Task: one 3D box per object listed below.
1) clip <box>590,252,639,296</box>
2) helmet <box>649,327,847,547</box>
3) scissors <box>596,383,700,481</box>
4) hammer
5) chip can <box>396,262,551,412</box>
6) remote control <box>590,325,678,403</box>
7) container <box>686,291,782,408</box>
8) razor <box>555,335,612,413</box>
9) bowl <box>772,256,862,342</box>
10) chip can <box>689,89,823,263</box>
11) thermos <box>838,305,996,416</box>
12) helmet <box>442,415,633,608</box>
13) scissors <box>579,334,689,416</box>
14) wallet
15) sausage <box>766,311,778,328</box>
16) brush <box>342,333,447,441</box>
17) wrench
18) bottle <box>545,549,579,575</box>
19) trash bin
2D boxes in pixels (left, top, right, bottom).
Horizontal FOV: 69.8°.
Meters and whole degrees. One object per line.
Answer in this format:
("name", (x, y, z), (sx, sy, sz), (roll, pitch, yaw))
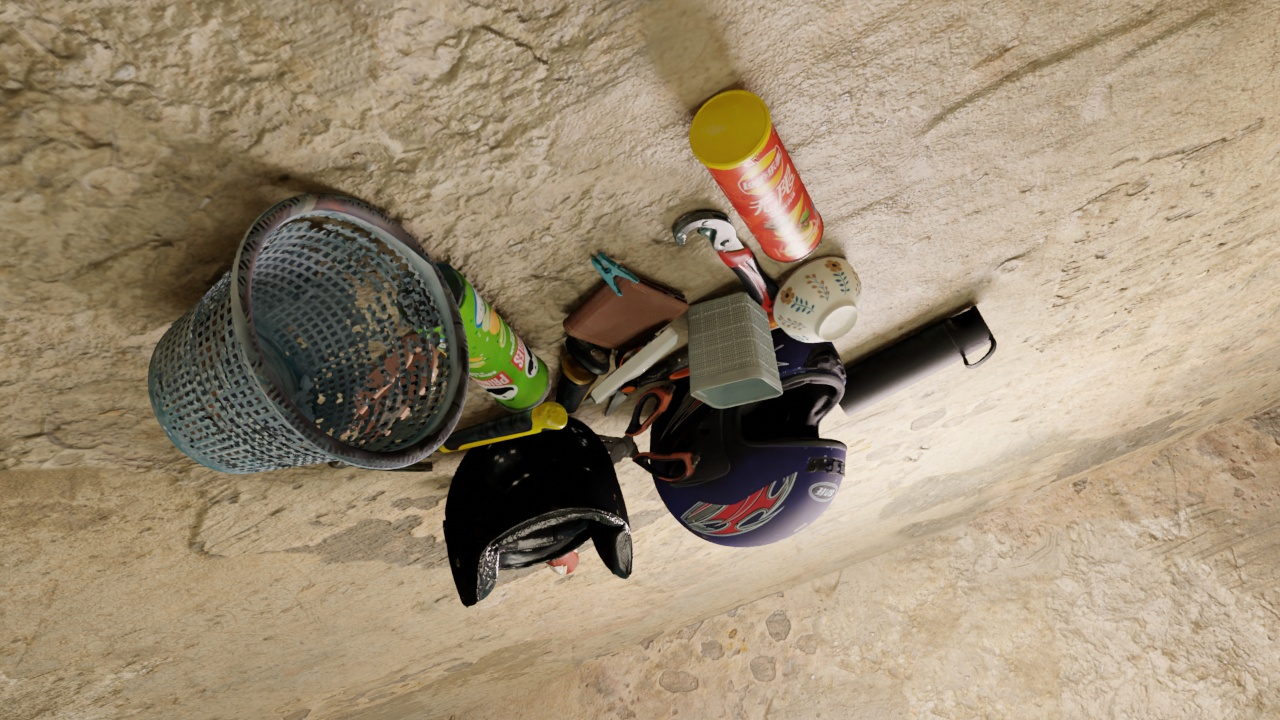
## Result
("clip", (-0.029, -0.090, 0.944), (0.038, 0.013, 0.055), (-38, 122, 21))
("helmet", (0.164, 0.124, 1.262), (0.316, 0.240, 0.247), (-36, 151, 30))
("scissors", (-0.005, 0.112, 1.233), (0.015, 0.189, 0.227), (-5, 133, -46))
("hammer", (-0.217, 0.094, 1.077), (0.324, 0.032, 0.126), (-15, 162, 33))
("chip can", (-0.165, -0.017, 0.947), (0.072, 0.072, 0.236), (-22, 154, 6))
("remote control", (-0.006, 0.006, 1.064), (0.125, 0.024, 0.049), (-39, 177, 1))
("container", (0.107, -0.012, 1.085), (0.090, 0.111, 0.090), (-15, 158, 24))
("razor", (-0.074, 0.020, 1.116), (0.067, 0.062, 0.168), (-43, 171, -27))
("bowl", (0.223, -0.063, 1.105), (0.113, 0.062, 0.114), (-18, 138, -17))
("chip can", (0.114, -0.162, 0.856), (0.073, 0.073, 0.216), (-26, 154, 13))
("thermos", (0.408, 0.009, 1.375), (0.243, 0.089, 0.068), (-29, 136, 20))
("helmet", (-0.140, 0.195, 1.203), (0.233, 0.230, 0.275), (-2, 161, -23))
("scissors", (-0.006, 0.019, 1.190), (0.221, 0.021, 0.229), (-15, 156, 1))
("wallet", (-0.015, -0.055, 1.026), (0.101, 0.032, 0.124), (-36, 150, 25))
("sausage", (0.174, -0.055, 1.164), (0.165, 0.021, 0.021), (-22, 154, 5))
("brush", (-0.258, 0.028, 0.965), (0.146, 0.063, 0.073), (-46, 158, 24))
("wrench", (0.112, -0.105, 1.030), (0.056, 0.016, 0.273), (-29, 153, 18))
("bottle", (-0.156, 0.342, 1.668), (0.060, 0.059, 0.206), (-19, 154, -2))
("trash bin", (-0.292, 0.001, 0.767), (0.196, 0.226, 0.226), (-19, 158, 30))
